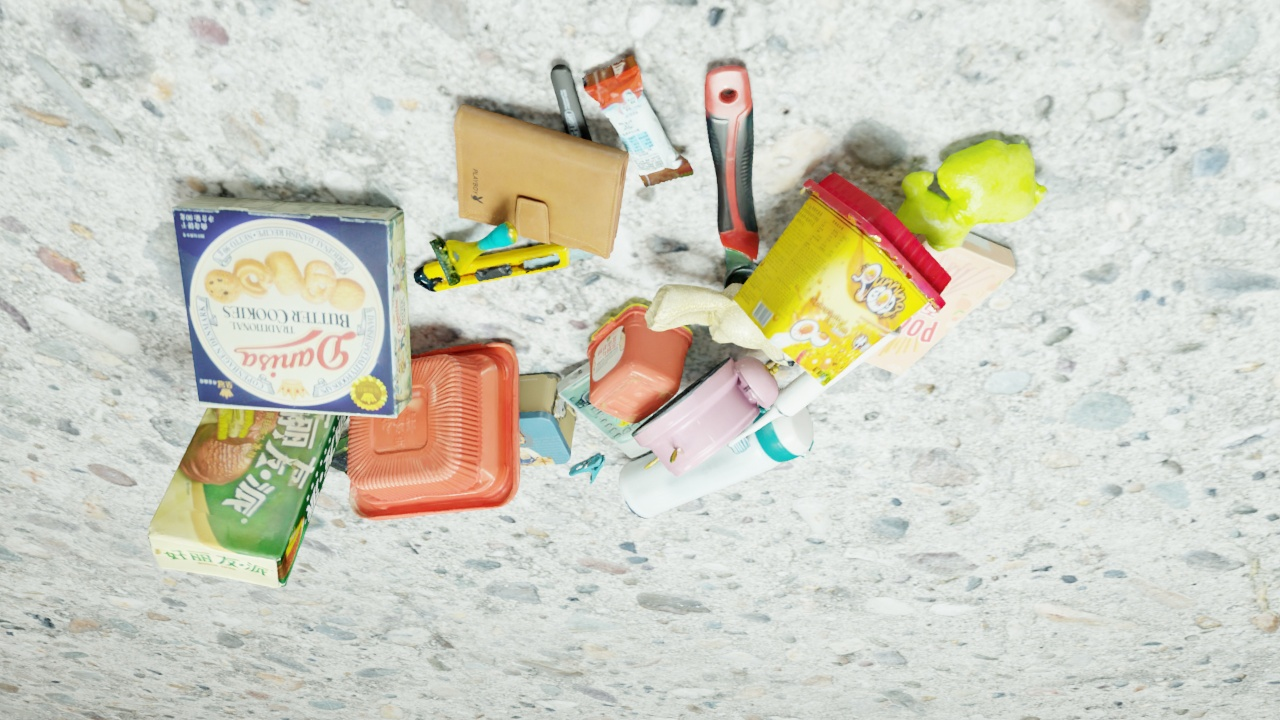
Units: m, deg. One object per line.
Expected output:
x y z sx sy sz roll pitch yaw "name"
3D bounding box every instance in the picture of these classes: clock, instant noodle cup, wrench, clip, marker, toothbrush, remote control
0.069 0.043 0.852 0.060 0.158 0.117 51 164 1 "clock"
0.147 -0.057 0.697 0.116 0.116 0.124 36 102 -32 "instant noodle cup"
0.082 -0.116 0.736 0.056 0.016 0.274 -7 140 10 "wrench"
-0.211 0.064 0.876 0.189 0.164 0.079 -10 163 19 "instant noodle cup"
-0.057 0.124 1.052 0.034 0.013 0.055 21 138 -20 "clip"
-0.046 -0.167 0.690 0.018 0.015 0.124 -4 140 11 "marker"
0.150 0.027 0.841 0.026 0.026 0.222 52 130 8 "toothbrush"
-0.025 0.051 0.942 0.056 0.019 0.135 -33 129 14 "remote control"

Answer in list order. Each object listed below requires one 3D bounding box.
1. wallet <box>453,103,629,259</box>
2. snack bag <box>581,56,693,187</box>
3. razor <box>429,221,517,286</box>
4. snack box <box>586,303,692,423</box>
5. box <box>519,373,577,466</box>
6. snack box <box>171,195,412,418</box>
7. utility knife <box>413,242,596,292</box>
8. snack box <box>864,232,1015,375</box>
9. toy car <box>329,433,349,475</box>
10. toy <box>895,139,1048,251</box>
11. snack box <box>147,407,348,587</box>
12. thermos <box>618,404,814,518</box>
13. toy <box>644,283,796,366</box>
-0.078 -0.135 0.709 0.132 0.031 0.108 18 142 4 "wallet"
-0.001 -0.171 0.672 0.048 0.026 0.104 -10 139 29 "snack bag"
-0.129 -0.093 0.745 0.133 0.028 0.043 -10 103 55 "razor"
-0.005 0.005 0.846 0.082 0.080 0.091 27 137 -23 "snack box"
-0.162 0.066 0.957 0.184 0.063 0.090 -8 138 14 "box"
-0.294 -0.044 0.791 0.178 0.045 0.183 4 111 2 "snack box"
-0.114 -0.085 0.801 0.190 0.015 0.033 -9 139 17 "utility knife"
0.235 -0.051 0.789 0.084 0.026 0.158 19 139 -15 "snack box"
-0.324 0.102 1.042 0.091 0.036 0.043 -27 132 33 "toy car"
0.244 -0.124 0.682 0.096 0.031 0.100 27 122 -13 "toy"
-0.356 0.087 0.867 0.114 0.239 0.063 12 139 -6 "snack box"
0.078 0.100 0.966 0.225 0.073 0.073 -28 130 34 "thermos"
0.079 -0.033 0.773 0.157 0.066 0.105 9 147 -19 "toy"
